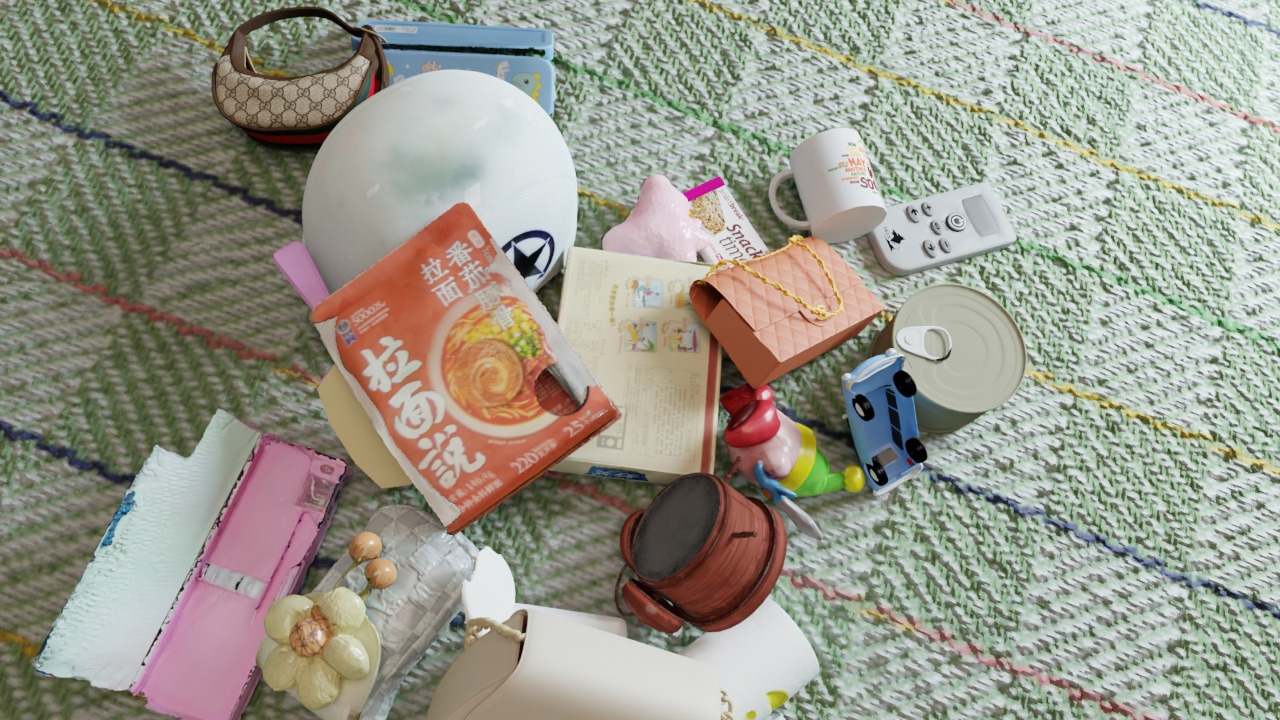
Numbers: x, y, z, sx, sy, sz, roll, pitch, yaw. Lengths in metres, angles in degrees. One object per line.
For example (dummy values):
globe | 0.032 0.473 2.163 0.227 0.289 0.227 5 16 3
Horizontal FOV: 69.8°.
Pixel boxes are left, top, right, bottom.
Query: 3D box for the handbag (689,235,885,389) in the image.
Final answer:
handbag | 0.138 -0.058 0.848 0.171 0.060 0.109 -24 69 -41

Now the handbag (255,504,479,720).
handbag | -0.208 0.190 0.712 0.112 0.123 0.171 28 67 20

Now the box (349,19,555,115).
box | -0.192 -0.307 0.944 0.209 0.049 0.120 1 68 -5

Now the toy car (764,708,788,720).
toy car | 0.084 0.328 0.743 0.105 0.033 0.048 -38 76 -19

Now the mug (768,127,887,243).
mug | 0.184 -0.171 0.928 0.105 0.073 0.089 -16 71 9

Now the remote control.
remote control | 0.311 -0.137 0.954 0.151 0.019 0.074 -16 72 -12

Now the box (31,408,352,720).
box | -0.349 0.161 0.738 0.158 0.066 0.230 29 67 -21

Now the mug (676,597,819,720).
mug | 0.079 0.253 0.743 0.106 0.083 0.082 -33 76 -18

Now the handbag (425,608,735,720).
handbag | -0.050 0.282 0.662 0.210 0.209 0.103 21 24 -11

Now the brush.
brush | -0.240 0.002 0.776 0.089 0.043 0.228 -31 99 -6

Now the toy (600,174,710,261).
toy | 0.021 -0.127 0.898 0.093 0.050 0.102 31 78 5

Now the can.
can | 0.287 0.000 0.870 0.127 0.073 0.127 2 69 -6

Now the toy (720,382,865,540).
toy | 0.133 0.085 0.807 0.097 0.124 0.131 -30 105 7

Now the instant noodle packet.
instant noodle packet | -0.143 0.004 0.742 0.164 0.084 0.221 -35 86 0

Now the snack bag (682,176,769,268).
snack bag | 0.103 -0.097 0.916 0.070 0.016 0.196 -27 74 -17

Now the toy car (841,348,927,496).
toy car | 0.213 0.054 0.813 0.056 0.153 0.054 -28 38 -8

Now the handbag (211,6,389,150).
handbag | -0.326 -0.279 0.892 0.166 0.063 0.138 0 82 4

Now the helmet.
helmet | -0.185 -0.152 0.825 0.263 0.164 0.236 -30 74 -16

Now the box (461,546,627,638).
box | -0.074 0.211 0.713 0.136 0.144 0.083 8 46 -2

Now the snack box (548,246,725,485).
snack box | -0.005 0.005 0.842 0.153 0.055 0.207 7 68 -4

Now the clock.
clock | 0.040 0.160 0.754 0.072 0.158 0.120 39 25 -26
